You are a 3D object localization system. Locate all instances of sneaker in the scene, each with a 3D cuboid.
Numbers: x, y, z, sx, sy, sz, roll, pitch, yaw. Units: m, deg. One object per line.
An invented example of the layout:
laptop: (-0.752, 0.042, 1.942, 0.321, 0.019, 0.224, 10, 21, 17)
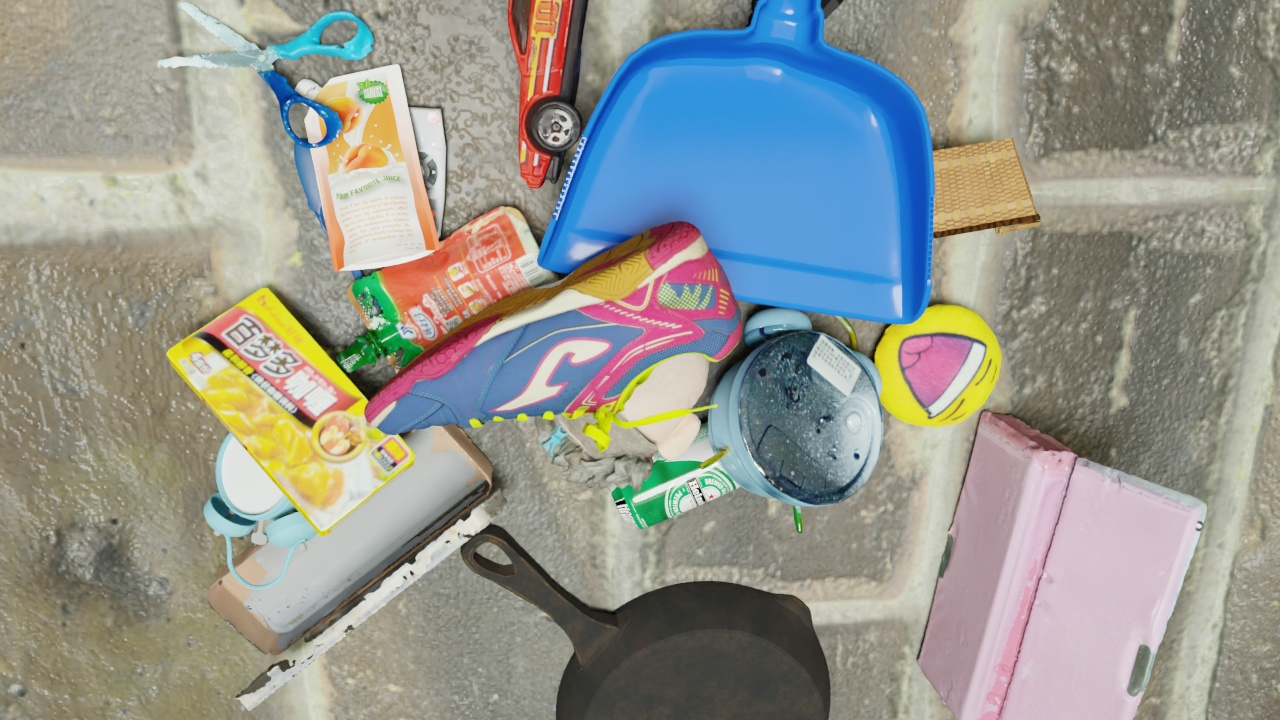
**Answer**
sneaker: (-0.055, 0.008, 0.543, 0.242, 0.116, 0.091, -23, 109, 21)

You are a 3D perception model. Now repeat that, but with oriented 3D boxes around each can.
can: (0.029, 0.082, 0.663, 0.101, 0.053, 0.053, -24, 108, 1)

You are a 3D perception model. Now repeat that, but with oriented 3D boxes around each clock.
clock: (0.111, 0.027, 0.630, 0.118, 0.060, 0.161, 37, 66, -16)
clock: (-0.251, 0.092, 0.620, 0.087, 0.042, 0.123, 6, 86, 21)

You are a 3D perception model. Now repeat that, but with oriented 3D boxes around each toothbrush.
toothbrush: (-0.198, -0.082, 0.605, 0.021, 0.016, 0.132, -20, 109, -3)

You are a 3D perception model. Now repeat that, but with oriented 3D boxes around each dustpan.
dustpan: (0.077, -0.163, 0.551, 0.245, 0.059, 0.258, 8, 96, -4)

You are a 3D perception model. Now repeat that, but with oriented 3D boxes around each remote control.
remote control: (-0.148, -0.104, 0.607, 0.039, 0.010, 0.125, 2, 106, -8)

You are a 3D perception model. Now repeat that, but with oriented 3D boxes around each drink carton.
drink carton: (-0.172, -0.122, 0.576, 0.069, 0.039, 0.122, -12, 89, 0)

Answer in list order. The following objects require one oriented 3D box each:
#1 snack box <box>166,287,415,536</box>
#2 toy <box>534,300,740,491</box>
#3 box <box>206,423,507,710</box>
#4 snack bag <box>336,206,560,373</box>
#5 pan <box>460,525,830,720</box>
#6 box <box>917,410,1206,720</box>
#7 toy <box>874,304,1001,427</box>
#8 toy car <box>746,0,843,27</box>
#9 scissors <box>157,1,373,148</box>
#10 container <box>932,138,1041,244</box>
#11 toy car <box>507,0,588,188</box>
snack box: (-0.223, 0.032, 0.590, 0.075, 0.025, 0.152, -41, 86, -24)
toy: (-0.004, 0.004, 0.626, 0.176, 0.076, 0.132, -42, 91, 7)
box: (-0.203, 0.131, 0.642, 0.216, 0.094, 0.107, -38, 80, 5)
snack bag: (-0.131, -0.034, 0.608, 0.155, 0.044, 0.087, -30, 105, -1)
pan: (0.001, 0.248, 0.715, 0.356, 0.043, 0.249, 42, 98, -16)
box: (0.281, 0.171, 0.663, 0.059, 0.179, 0.233, 1, 106, -26)
toy: (0.216, 0.005, 0.670, 0.094, 0.041, 0.095, 31, 104, -11)
toy car: (0.107, -0.235, 0.585, 0.036, 0.042, 0.092, 32, 102, -39)
scissors: (-0.230, -0.173, 0.557, 0.132, 0.015, 0.110, -3, 80, -9)
container: (0.204, -0.112, 0.625, 0.114, 0.063, 0.061, -10, 100, -4)
toy car: (-0.051, -0.200, 0.554, 0.056, 0.081, 0.189, 7, 106, -3)
